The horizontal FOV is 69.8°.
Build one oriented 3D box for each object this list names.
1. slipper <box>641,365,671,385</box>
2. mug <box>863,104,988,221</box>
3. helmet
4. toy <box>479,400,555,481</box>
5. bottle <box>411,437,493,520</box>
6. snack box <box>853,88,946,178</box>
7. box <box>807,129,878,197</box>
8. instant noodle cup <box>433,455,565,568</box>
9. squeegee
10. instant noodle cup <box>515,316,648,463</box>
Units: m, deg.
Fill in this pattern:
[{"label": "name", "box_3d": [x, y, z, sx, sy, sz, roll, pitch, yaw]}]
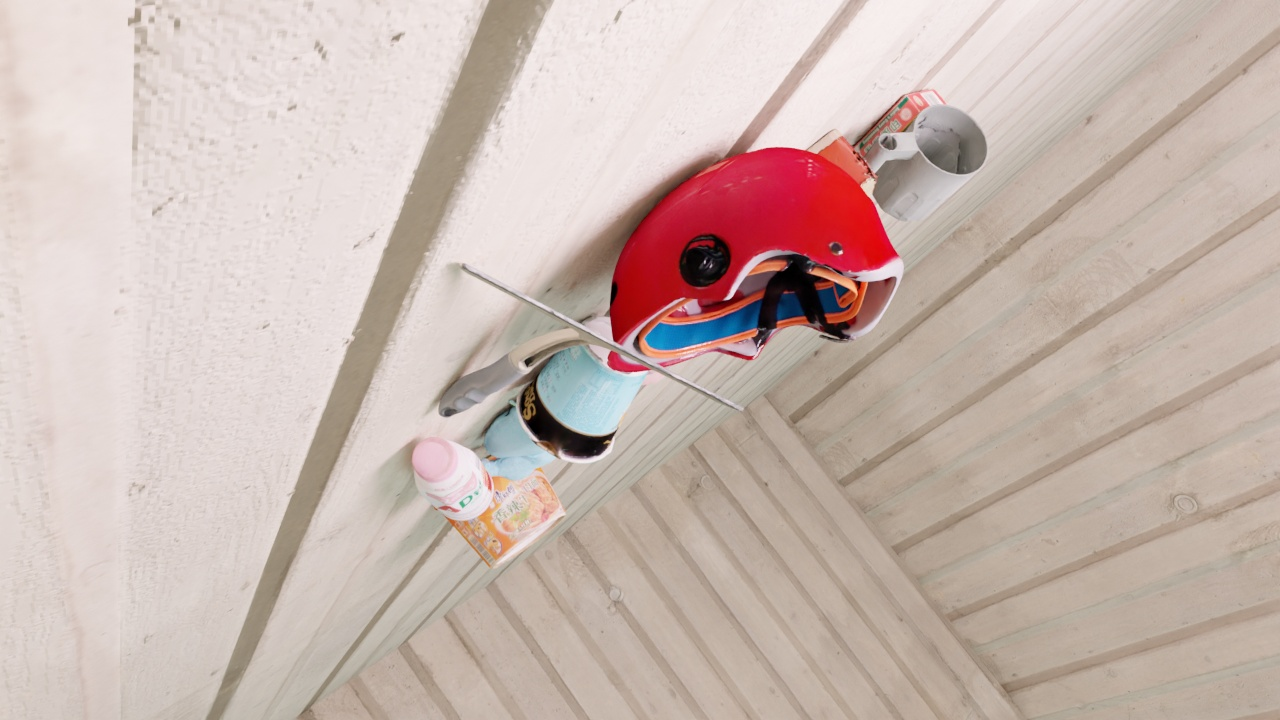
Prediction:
[{"label": "slipper", "box_3d": [-0.006, 0.006, 1.055, 0.275, 0.054, 0.114, -48, 163, 25]}, {"label": "mug", "box_3d": [0.281, -0.203, 0.959, 0.123, 0.083, 0.104, -5, 162, -15]}, {"label": "helmet", "box_3d": [0.078, -0.083, 0.734, 0.240, 0.143, 0.207, -14, 165, 12]}, {"label": "toy", "box_3d": [-0.126, 0.085, 1.029, 0.161, 0.049, 0.156, -27, 154, 8]}, {"label": "bottle", "box_3d": [-0.194, 0.118, 0.931, 0.068, 0.068, 0.197, -36, 168, -11]}, {"label": "snack box", "box_3d": [0.261, -0.234, 1.018, 0.076, 0.027, 0.156, -26, 166, -47]}, {"label": "box", "box_3d": [0.154, -0.140, 0.919, 0.168, 0.079, 0.091, -38, 170, 4]}, {"label": "instant noodle cup", "box_3d": [-0.177, 0.192, 1.197, 0.151, 0.111, 0.151, -36, 170, -8]}, {"label": "squeegee", "box_3d": [-0.090, 0.004, 0.716, 0.246, 0.039, 0.247, 27, 149, -32]}, {"label": "instant noodle cup", "box_3d": [-0.049, 0.024, 0.907, 0.111, 0.111, 0.121, -26, 158, -50]}]
